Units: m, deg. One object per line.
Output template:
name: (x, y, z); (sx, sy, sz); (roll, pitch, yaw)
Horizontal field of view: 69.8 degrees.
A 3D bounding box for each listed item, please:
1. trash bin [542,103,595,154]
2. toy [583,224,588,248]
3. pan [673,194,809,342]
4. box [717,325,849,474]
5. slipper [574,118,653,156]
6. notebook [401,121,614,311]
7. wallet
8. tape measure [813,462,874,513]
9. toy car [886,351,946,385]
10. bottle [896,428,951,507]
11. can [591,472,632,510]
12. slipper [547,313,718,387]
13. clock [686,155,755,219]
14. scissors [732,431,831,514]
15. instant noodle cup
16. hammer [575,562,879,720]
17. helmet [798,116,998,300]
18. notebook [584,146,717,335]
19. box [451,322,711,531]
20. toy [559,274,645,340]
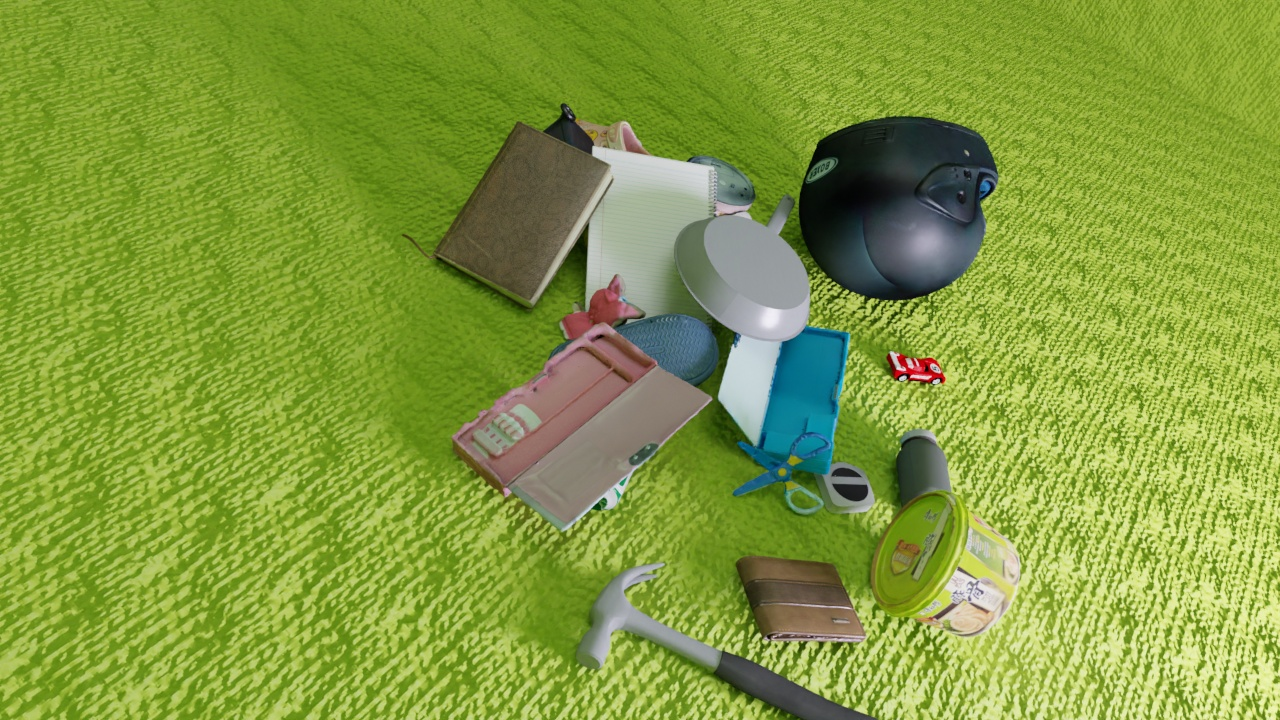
trash bin: (-0.106, -0.263, 1.274); (0.092, 0.094, 0.160); (39, 26, -40)
toy: (-0.032, -0.164, 1.263); (0.095, 0.041, 0.094); (7, 51, -18)
pan: (0.166, -0.155, 1.228); (0.201, 0.051, 0.355); (36, 44, -2)
box: (0.174, 0.024, 1.153); (0.170, 0.071, 0.242); (30, 43, -7)
slipper: (-0.037, -0.316, 1.378); (0.197, 0.082, 0.093); (24, 45, -3)
notebook: (-0.165, -0.193, 1.162); (0.190, 0.034, 0.215); (28, 78, 7)
wallet: (0.165, 0.248, 0.950); (0.121, 0.027, 0.098); (9, 33, -22)
tape measure: (0.242, 0.151, 1.094); (0.065, 0.017, 0.064); (4, 48, -20)
toy car: (0.386, 0.010, 1.283); (0.089, 0.025, 0.038); (6, 47, -18)
bottle: (0.344, 0.138, 1.119); (0.060, 0.060, 0.108); (17, 44, -8)
can: (-0.034, 0.113, 0.988); (0.053, 0.053, 0.100); (26, 44, 2)
slipper: (-0.007, 0.006, 1.100); (0.213, 0.059, 0.103); (-11, 60, -14)
clock: (0.111, -0.238, 1.376); (0.116, 0.059, 0.157); (11, 45, -20)
scissors: (0.165, 0.132, 1.048); (0.125, 0.015, 0.127); (-24, 96, 1)
instant noodle cup: (0.327, 0.222, 0.979); (0.098, 0.147, 0.145); (30, 43, -9)
hammer: (0.096, 0.298, 0.885); (0.311, 0.030, 0.124); (26, 44, 1)
helmet: (0.384, -0.206, 1.340); (0.315, 0.250, 0.235); (0, 78, -31)
notebook: (0.017, -0.155, 1.212); (0.177, 0.013, 0.245); (6, 77, -17)
box: (-0.061, 0.069, 0.981); (0.179, 0.039, 0.232); (35, 57, 28)
toy: (-0.049, -0.055, 1.141); (0.102, 0.050, 0.065); (-30, 75, 8)
